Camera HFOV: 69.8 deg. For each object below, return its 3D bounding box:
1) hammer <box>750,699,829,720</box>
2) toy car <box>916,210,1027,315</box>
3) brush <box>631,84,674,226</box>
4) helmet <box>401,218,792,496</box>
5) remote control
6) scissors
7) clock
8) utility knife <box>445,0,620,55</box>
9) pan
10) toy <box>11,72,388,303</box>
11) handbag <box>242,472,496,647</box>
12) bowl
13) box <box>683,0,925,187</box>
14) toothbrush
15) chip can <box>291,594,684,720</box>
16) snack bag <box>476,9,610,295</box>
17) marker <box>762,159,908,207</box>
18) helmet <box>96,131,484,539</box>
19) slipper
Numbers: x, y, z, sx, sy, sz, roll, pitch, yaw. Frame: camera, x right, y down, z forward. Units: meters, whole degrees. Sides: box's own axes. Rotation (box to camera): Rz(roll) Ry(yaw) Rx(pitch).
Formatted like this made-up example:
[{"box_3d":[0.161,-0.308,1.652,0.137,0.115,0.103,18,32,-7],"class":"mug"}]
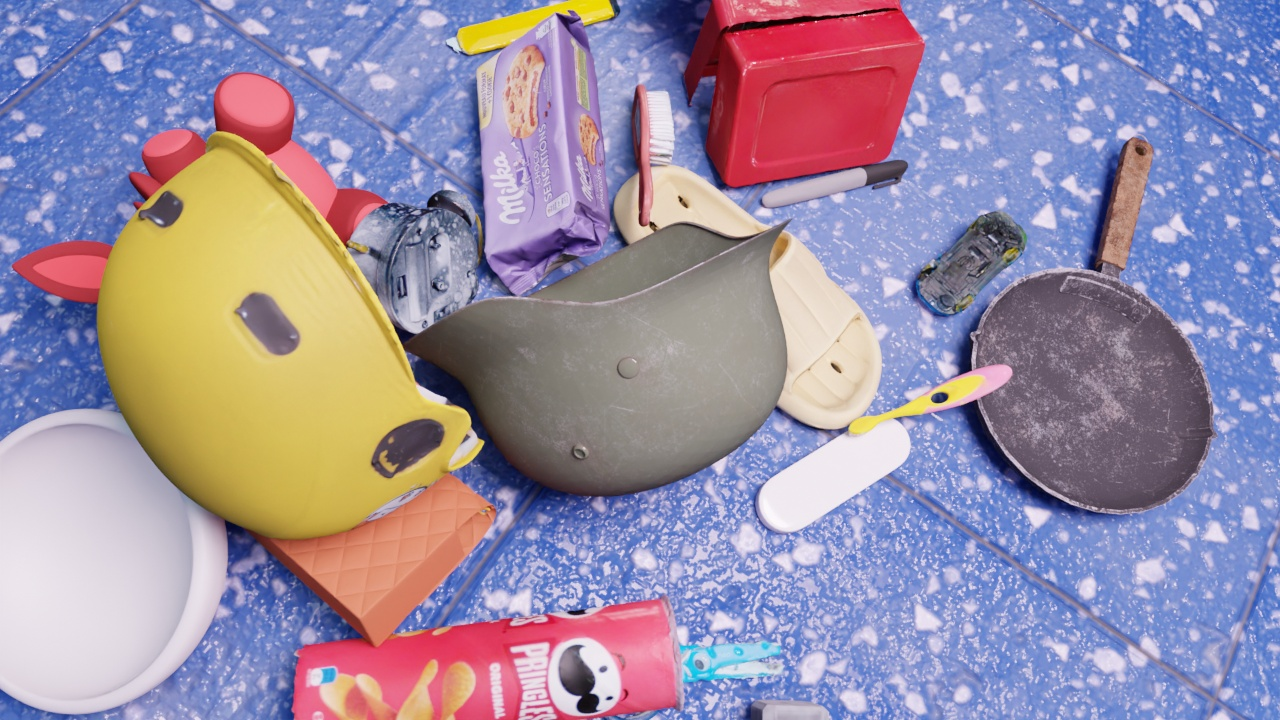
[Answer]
[{"box_3d":[-0.035,0.273,0.577,0.322,0.051,0.117,4,75,-6],"class":"hammer"},{"box_3d":[0.271,-0.079,0.759,0.105,0.032,0.048,-43,82,-10],"class":"toy car"},{"box_3d":[0.011,-0.160,0.711,0.030,0.041,0.172,4,44,-7],"class":"brush"},{"box_3d":[-0.004,0.003,0.594,0.226,0.269,0.154,-32,97,-54],"class":"helmet"},{"box_3d":[0.146,0.085,0.691,0.136,0.013,0.043,-28,77,-17],"class":"remote control"},{"box_3d":[0.035,0.216,0.630,0.140,0.015,0.083,7,68,-8],"class":"scissors"},{"box_3d":[-0.151,-0.071,0.651,0.052,0.090,0.129,18,30,28],"class":"clock"},{"box_3d":[-0.090,-0.290,0.786,0.155,0.017,0.030,-19,70,-16],"class":"utility knife"},{"box_3d":[0.380,-0.042,0.761,0.207,0.040,0.356,23,68,0],"class":"pan"},{"box_3d":[-0.281,-0.077,0.625,0.196,0.121,0.158,-51,121,-21],"class":"toy"},{"box_3d":[-0.193,0.089,0.599,0.172,0.060,0.108,32,59,22],"class":"handbag"},{"box_3d":[-0.326,0.119,0.564,0.177,0.066,0.176,-1,85,10],"class":"bowl"},{"box_3d":[0.131,-0.221,0.736,0.157,0.137,0.122,-9,71,-10],"class":"box"},{"box_3d":[0.219,0.031,0.694,0.135,0.016,0.021,-20,67,-6],"class":"toothbrush"},{"box_3d":[-0.093,0.198,0.577,0.233,0.073,0.073,-6,71,-7],"class":"chip can"},{"box_3d":[-0.072,-0.157,0.700,0.058,0.097,0.205,18,60,-50],"class":"snack bag"},{"box_3d":[0.167,-0.148,0.777,0.138,0.016,0.022,-17,97,-13],"class":"marker"},{"box_3d":[-0.204,0.007,0.487,0.139,0.240,0.209,-42,74,-16],"class":"helmet"},{"box_3d":[0.090,-0.065,0.703,0.261,0.079,0.111,44,67,8],"class":"slipper"}]
